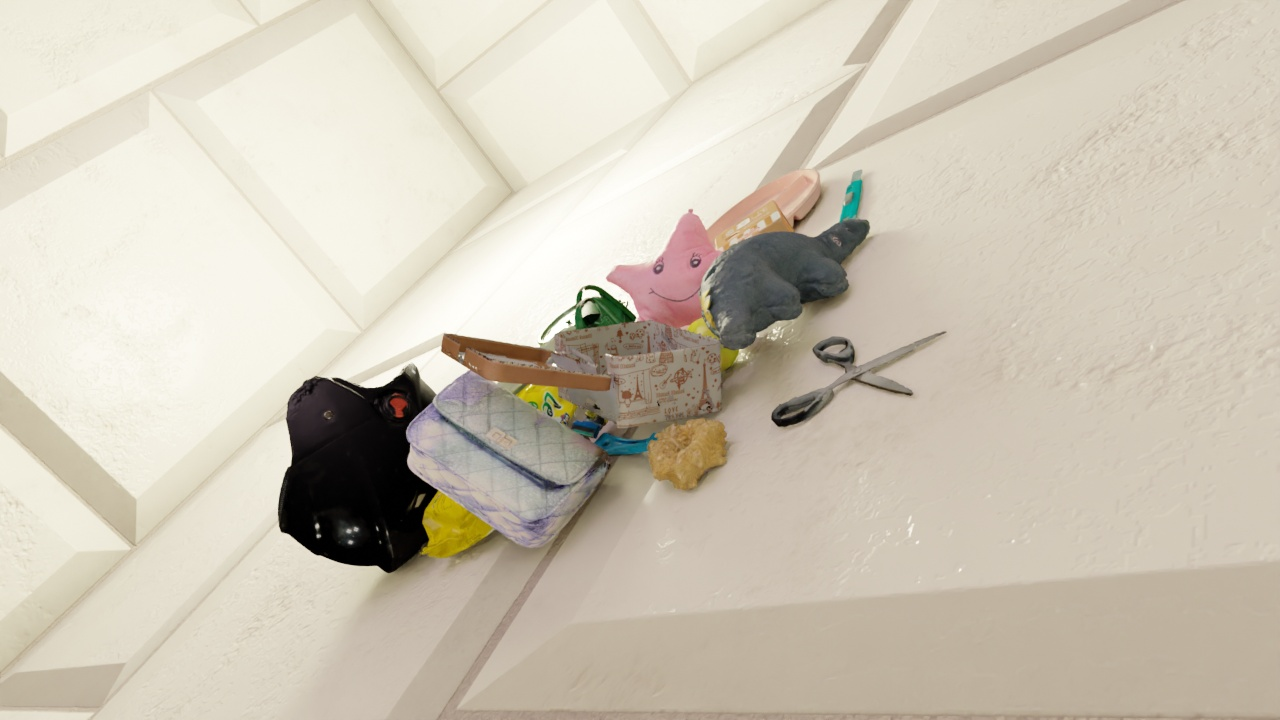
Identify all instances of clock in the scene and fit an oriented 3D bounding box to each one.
[{"bbox_3d":[-0.086,-0.051,1.435,0.162,0.056,0.115,-28,22,27],"label":"clock"}]

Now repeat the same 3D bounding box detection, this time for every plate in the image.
[{"bbox_3d":[0.175,-0.210,1.384,0.230,0.028,0.229,-34,20,14],"label":"plate"},{"bbox_3d":[-0.170,0.028,1.274,0.230,0.027,0.230,-41,2,1],"label":"plate"}]

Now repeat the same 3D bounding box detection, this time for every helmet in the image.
[{"bbox_3d":[-0.341,0.137,1.188,0.273,0.230,0.234,-49,-3,-33],"label":"helmet"}]

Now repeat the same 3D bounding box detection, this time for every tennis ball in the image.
[{"bbox_3d":[0.080,-0.018,1.044,0.065,0.065,0.065,-33,19,13],"label":"tennis ball"}]

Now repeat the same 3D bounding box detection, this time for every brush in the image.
[{"bbox_3d":[0.010,0.092,0.966,0.083,0.046,0.255,-48,18,-20],"label":"brush"}]

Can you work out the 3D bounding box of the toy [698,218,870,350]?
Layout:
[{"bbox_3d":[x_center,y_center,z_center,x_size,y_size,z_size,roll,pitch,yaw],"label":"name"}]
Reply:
[{"bbox_3d":[0.144,-0.089,1.010,0.138,0.091,0.355,2,25,38],"label":"toy"}]

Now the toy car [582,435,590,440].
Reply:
[{"bbox_3d":[-0.086,0.121,1.071,0.049,0.031,0.105,-32,21,19],"label":"toy car"}]

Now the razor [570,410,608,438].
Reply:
[{"bbox_3d":[-0.035,0.034,1.113,0.043,0.022,0.142,9,61,38],"label":"razor"}]

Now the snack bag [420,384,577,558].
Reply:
[{"bbox_3d":[-0.172,0.124,1.115,0.158,0.068,0.245,-39,15,38],"label":"snack bag"}]

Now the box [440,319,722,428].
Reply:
[{"bbox_3d":[-0.066,0.012,0.975,0.261,0.088,0.178,-7,13,-27],"label":"box"}]

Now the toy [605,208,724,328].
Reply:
[{"bbox_3d":[0.048,-0.100,1.120,0.195,0.074,0.178,-2,74,19],"label":"toy"}]

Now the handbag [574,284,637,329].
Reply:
[{"bbox_3d":[-0.042,-0.044,1.239,0.068,0.120,0.131,-35,15,10],"label":"handbag"}]

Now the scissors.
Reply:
[{"bbox_3d":[0.195,0.014,0.846,0.159,0.014,0.177,-40,20,-7],"label":"scissors"}]

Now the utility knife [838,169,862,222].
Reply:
[{"bbox_3d":[0.283,-0.219,1.235,0.029,0.013,0.192,-25,22,31],"label":"utility knife"}]

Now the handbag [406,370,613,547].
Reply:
[{"bbox_3d":[-0.144,0.100,0.981,0.133,0.194,0.076,-47,-20,-42],"label":"handbag"}]

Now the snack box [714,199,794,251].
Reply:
[{"bbox_3d":[0.156,-0.140,1.178,0.093,0.077,0.094,-32,19,15],"label":"snack box"}]
